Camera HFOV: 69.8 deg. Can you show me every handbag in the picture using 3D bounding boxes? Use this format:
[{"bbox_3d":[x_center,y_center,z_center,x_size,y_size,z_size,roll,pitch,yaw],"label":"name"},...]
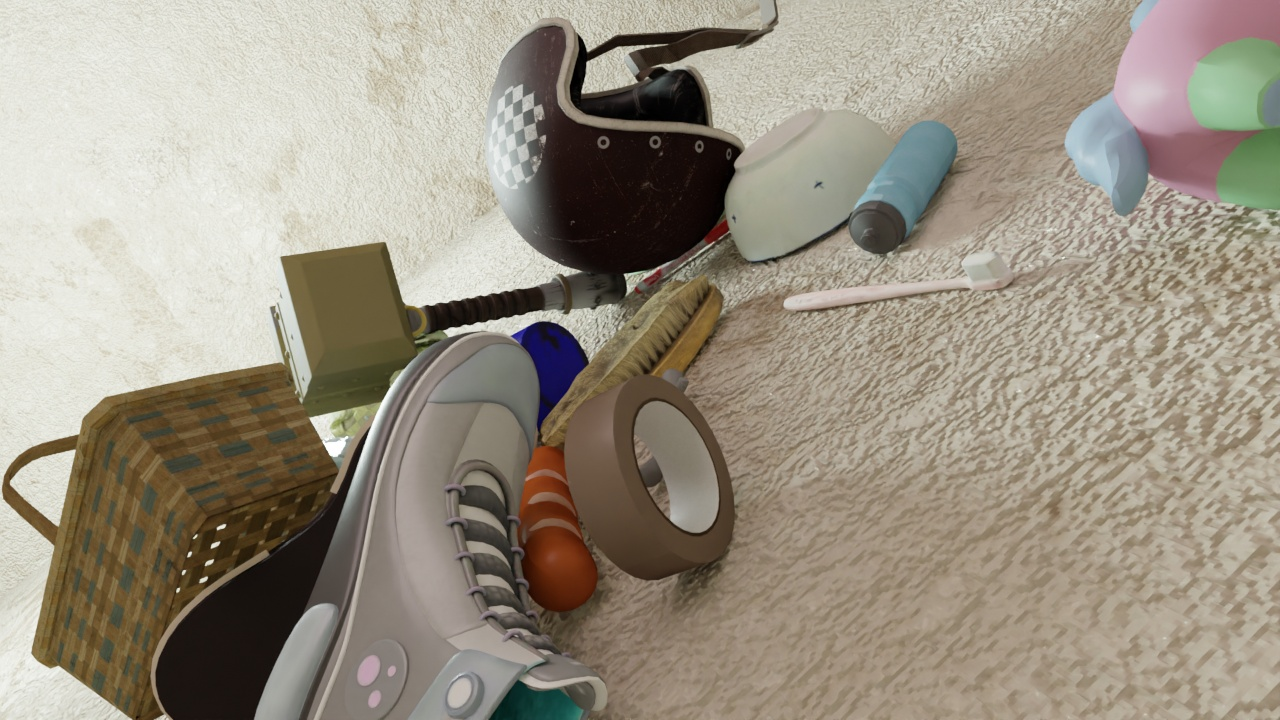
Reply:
[{"bbox_3d":[-0.301,0.014,1.087,0.186,0.117,0.113,-38,18,-6],"label":"handbag"}]

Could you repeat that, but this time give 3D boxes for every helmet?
[{"bbox_3d":[-0.017,-0.206,0.829,0.234,0.253,0.232,-12,-6,39],"label":"helmet"}]

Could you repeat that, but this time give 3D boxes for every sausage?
[{"bbox_3d":[-0.053,0.095,0.538,0.044,0.039,0.164,-51,18,8],"label":"sausage"}]

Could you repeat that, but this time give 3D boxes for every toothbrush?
[{"bbox_3d":[0.143,-0.044,0.548,0.015,0.018,0.181,-45,18,-23],"label":"toothbrush"}]

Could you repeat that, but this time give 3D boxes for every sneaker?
[{"bbox_3d":[-0.068,0.093,0.420,0.161,0.093,0.256,-7,56,40],"label":"sneaker"},{"bbox_3d":[-0.187,0.129,0.636,0.293,0.111,0.116,-48,2,-13],"label":"sneaker"}]

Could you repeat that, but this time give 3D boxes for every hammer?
[{"bbox_3d":[-0.160,-0.045,0.851,0.324,0.100,0.191,-13,-10,-28],"label":"hammer"}]

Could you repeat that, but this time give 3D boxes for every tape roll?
[{"bbox_3d":[0.006,0.055,0.439,0.030,0.094,0.093,-27,21,30],"label":"tape roll"}]

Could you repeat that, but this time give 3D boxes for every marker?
[{"bbox_3d":[0.053,-0.108,0.885,0.142,0.013,0.012,-35,18,9],"label":"marker"}]

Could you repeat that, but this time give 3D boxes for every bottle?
[{"bbox_3d":[0.177,-0.116,0.621,0.040,0.040,0.129,-16,28,48],"label":"bottle"}]

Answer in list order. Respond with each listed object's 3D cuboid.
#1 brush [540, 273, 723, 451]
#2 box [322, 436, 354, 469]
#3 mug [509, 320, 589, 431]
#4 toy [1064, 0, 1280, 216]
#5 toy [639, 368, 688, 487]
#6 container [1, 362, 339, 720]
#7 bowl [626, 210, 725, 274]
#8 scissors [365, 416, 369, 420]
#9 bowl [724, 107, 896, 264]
[{"bbox_3d":[-0.004,0.004,0.665,0.195,0.043,0.059,-48,21,-26],"label":"brush"},{"bbox_3d":[-0.259,0.121,0.766,0.211,0.105,0.129,-17,31,49],"label":"box"},{"bbox_3d":[-0.086,0.018,0.754,0.084,0.079,0.111,-25,-6,35],"label":"mug"},{"bbox_3d":[0.276,-0.149,0.420,0.222,0.120,0.171,-36,28,4],"label":"toy"},{"bbox_3d":[0.016,0.037,0.568,0.049,0.030,0.111,-62,8,19],"label":"toy"},{"bbox_3d":[-0.344,0.110,0.664,0.157,0.186,0.250,-18,-38,-57],"label":"container"},{"bbox_3d":[0.022,-0.167,0.984,0.151,0.077,0.150,-34,19,13],"label":"bowl"},{"bbox_3d":[-0.186,0.074,0.719,0.055,0.136,0.015,14,60,17],"label":"scissors"},{"bbox_3d":[0.130,-0.154,0.753,0.153,0.073,0.153,-33,17,11],"label":"bowl"}]
